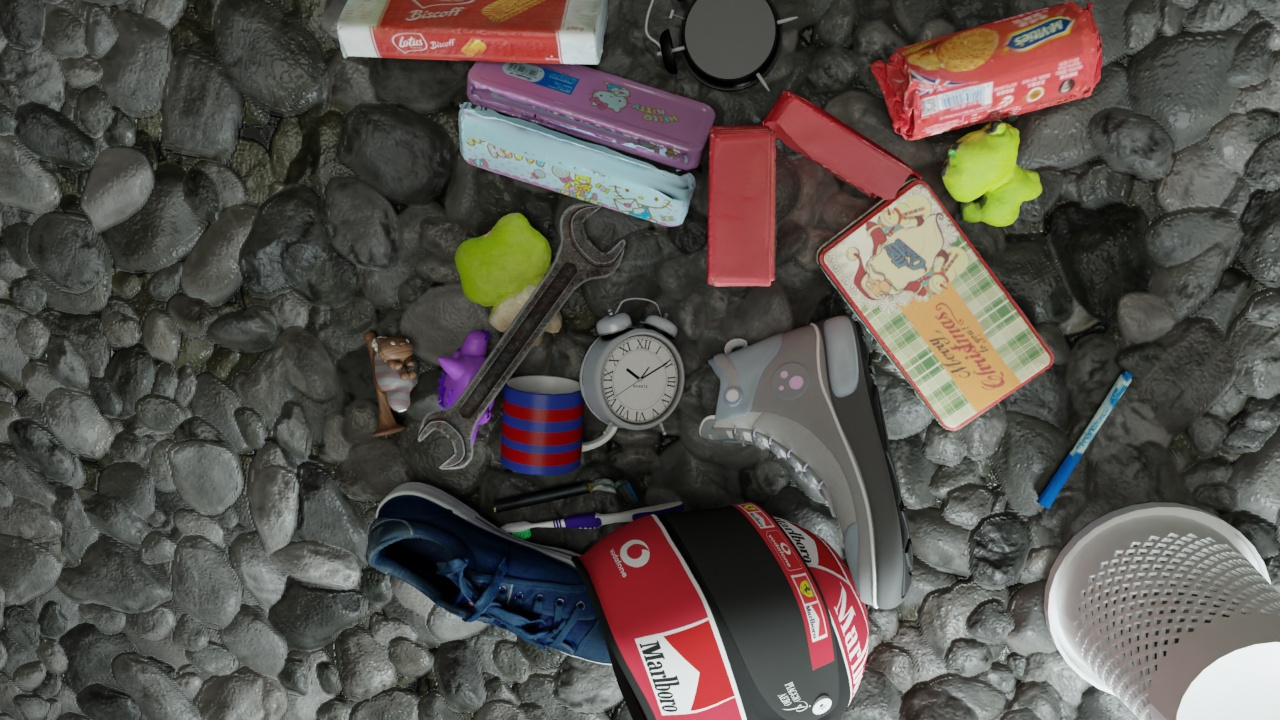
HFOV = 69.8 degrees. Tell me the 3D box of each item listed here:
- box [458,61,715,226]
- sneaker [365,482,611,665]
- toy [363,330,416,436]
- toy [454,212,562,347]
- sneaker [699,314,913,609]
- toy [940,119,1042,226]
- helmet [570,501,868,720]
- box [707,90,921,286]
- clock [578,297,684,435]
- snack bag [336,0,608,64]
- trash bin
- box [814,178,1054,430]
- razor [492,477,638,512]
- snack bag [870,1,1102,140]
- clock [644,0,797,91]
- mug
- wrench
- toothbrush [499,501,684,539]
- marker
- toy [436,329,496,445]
[{"bbox_3d":[-0.049,-0.193,0.812,0.214,0.089,0.093,18,141,2],"label":"box"},{"bbox_3d":[-0.124,0.222,0.857,0.294,0.127,0.121,28,113,-7],"label":"sneaker"},{"bbox_3d":[-0.238,0.019,0.880,0.055,0.041,0.102,-9,93,31],"label":"toy"},{"bbox_3d":[-0.114,-0.070,0.845,0.092,0.043,0.118,-30,102,6],"label":"toy"},{"bbox_3d":[0.133,0.088,0.779,0.161,0.093,0.256,-12,61,16],"label":"sneaker"},{"bbox_3d":[0.293,-0.155,0.772,0.093,0.036,0.094,17,133,-13],"label":"toy"},{"bbox_3d":[0.083,0.235,0.797,0.224,0.197,0.271,-21,124,-11],"label":"helmet"},{"bbox_3d":[0.108,-0.131,0.751,0.152,0.157,0.165,38,105,0],"label":"box"},{"bbox_3d":[-0.005,0.005,0.830,0.094,0.035,0.122,3,94,-28],"label":"clock"},{"bbox_3d":[-0.142,-0.290,0.785,0.225,0.077,0.041,4,144,4],"label":"snack bag"},{"bbox_3d":[0.470,0.245,0.764,0.195,0.199,0.195,1,102,6],"label":"trash bin"},{"bbox_3d":[0.255,-0.049,0.805,0.118,0.050,0.205,-36,97,13],"label":"box"},{"bbox_3d":[-0.076,0.131,0.896,0.144,0.022,0.043,-9,140,12],"label":"razor"},{"bbox_3d":[0.283,-0.232,0.750,0.176,0.082,0.082,-12,100,9],"label":"snack bag"},{"bbox_3d":[0.064,-0.280,0.779,0.121,0.042,0.091,22,103,2],"label":"clock"},{"bbox_3d":[-0.073,0.059,0.859,0.111,0.075,0.076,0,103,-19],"label":"mug"},{"bbox_3d":[-0.104,-0.024,0.810,0.070,0.010,0.273,37,77,-13],"label":"wrench"},{"bbox_3d":[-0.048,0.157,0.900,0.187,0.015,0.016,-9,106,8],"label":"toothbrush"},{"bbox_3d":[0.403,0.072,0.831,0.013,0.013,0.142,27,103,0],"label":"marker"},{"bbox_3d":[-0.162,0.027,0.851,0.055,0.106,0.088,-6,128,-26],"label":"toy"}]
